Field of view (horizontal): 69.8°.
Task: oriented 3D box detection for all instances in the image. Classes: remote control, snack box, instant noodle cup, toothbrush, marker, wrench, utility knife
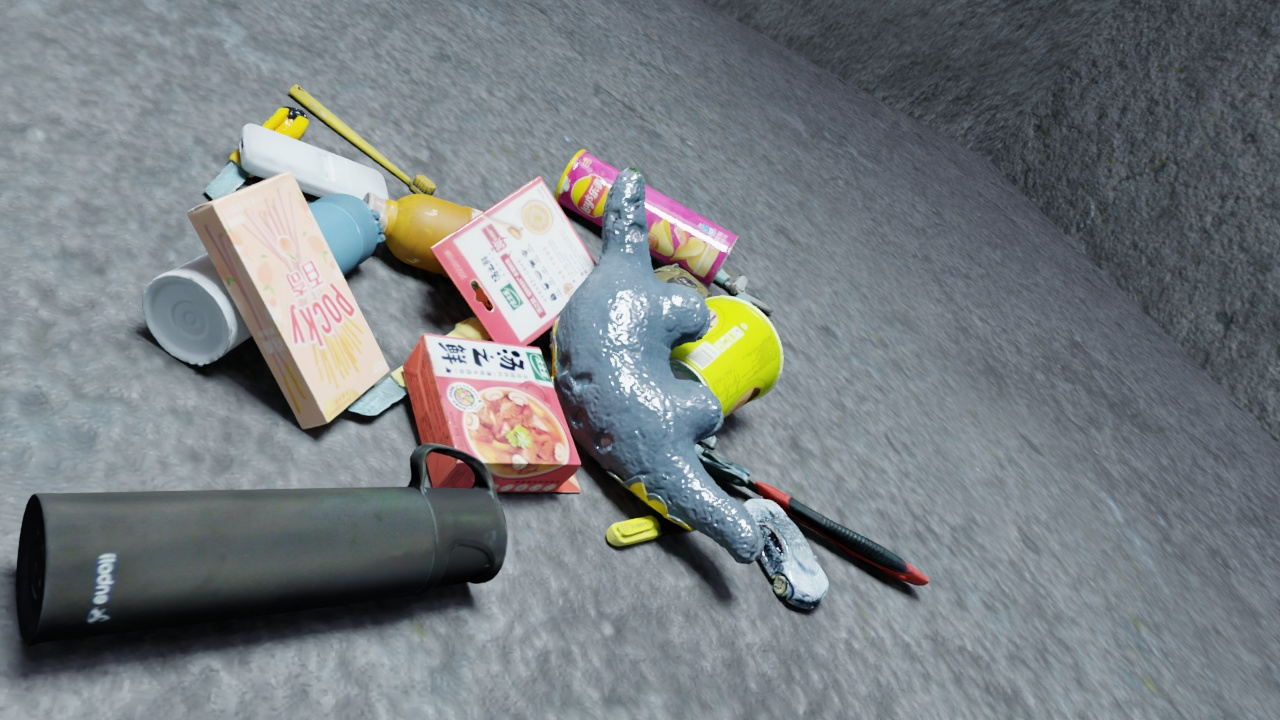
[{"bbox_3d":[-0.293,-0.170,0.831,0.135,0.020,0.055,16,40,-41],"label":"remote control"},{"bbox_3d":[-0.231,-0.041,0.617,0.084,0.026,0.157,-60,131,-61],"label":"snack box"},{"bbox_3d":[0.057,0.012,0.853,0.111,0.112,0.123,40,38,11],"label":"instant noodle cup"},{"bbox_3d":[-0.285,-0.226,0.941,0.190,0.017,0.015,38,28,7],"label":"toothbrush"},{"bbox_3d":[-0.101,0.041,0.684,0.127,0.044,0.113,6,48,-40],"label":"snack box"},{"bbox_3d":[0.020,0.128,0.723,0.124,0.015,0.018,-1,50,-48],"label":"marker"},{"bbox_3d":[0.143,0.133,0.815,0.273,0.056,0.016,32,67,-11],"label":"wrench"},{"bbox_3d":[-0.165,0.000,0.723,0.031,0.021,0.204,32,23,4],"label":"utility knife"},{"bbox_3d":[-0.343,-0.190,0.830,0.033,0.015,0.215,23,31,-14],"label":"utility knife"},{"bbox_3d":[-0.109,-0.077,0.794,0.126,0.044,0.113,-40,106,-30],"label":"snack box"}]

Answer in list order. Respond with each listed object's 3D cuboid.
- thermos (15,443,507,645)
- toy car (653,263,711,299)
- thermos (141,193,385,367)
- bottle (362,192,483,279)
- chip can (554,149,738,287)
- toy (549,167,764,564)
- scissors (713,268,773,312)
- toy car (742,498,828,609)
[{"bbox_3d":[-0.188,0.091,0.497,0.242,0.090,0.069,4,-1,-43],"label":"thermos"},{"bbox_3d":[0.022,-0.067,0.993,0.070,0.042,0.157,41,32,14],"label":"toy car"},{"bbox_3d":[-0.267,-0.070,0.681,0.070,0.070,0.219,33,28,-3],"label":"thermos"},{"bbox_3d":[-0.160,-0.105,0.834,0.189,0.068,0.068,16,34,-29],"label":"bottle"},{"bbox_3d":[0.007,-0.166,1.072,0.210,0.072,0.071,29,29,2],"label":"chip can"},{"bbox_3d":[-0.004,0.004,0.753,0.091,0.138,0.355,48,27,-66],"label":"toy"},{"bbox_3d":[0.090,-0.086,1.113,0.171,0.019,0.169,30,28,-10],"label":"scissors"},{"bbox_3d":[0.119,0.158,0.763,0.048,0.031,0.105,5,41,-40],"label":"toy car"}]
